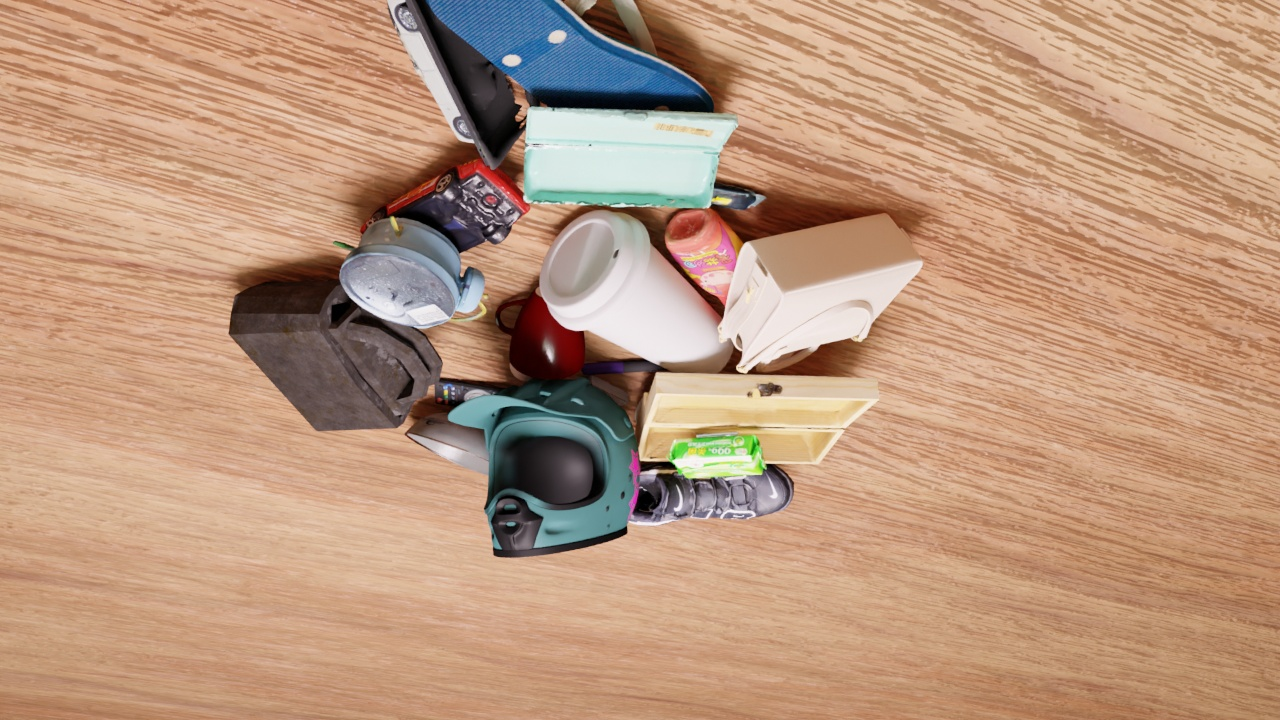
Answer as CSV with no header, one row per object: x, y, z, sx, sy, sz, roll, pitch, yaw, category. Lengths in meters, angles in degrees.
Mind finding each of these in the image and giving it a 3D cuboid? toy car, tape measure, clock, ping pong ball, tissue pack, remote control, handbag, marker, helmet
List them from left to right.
-0.320,-0.013,1.036,0.200,0.102,0.197,2,142,21,handbag
-0.226,-0.079,0.931,0.118,0.060,0.162,-12,142,32,clock
-0.201,-0.143,0.929,0.190,0.056,0.081,-19,136,34,toy car
-0.160,-0.267,0.780,0.071,0.093,0.192,14,148,29,toy car
-0.192,0.048,1.173,0.140,0.021,0.046,8,137,-3,remote control
-0.138,0.005,1.109,0.040,0.040,0.040,-1,139,-1,ping pong ball
-0.104,0.112,1.064,0.177,0.200,0.274,-7,175,20,helmet
-0.056,0.051,1.179,0.060,0.020,0.062,28,131,-29,tape measure
-0.007,0.007,1.133,0.134,0.015,0.018,-3,158,2,marker
0.096,0.118,1.126,0.114,0.034,0.099,-4,158,13,tissue pack
0.177,-0.051,0.987,0.194,0.101,0.198,-14,148,-23,handbag

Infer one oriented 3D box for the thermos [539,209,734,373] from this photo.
0.007,-0.057,0.989,0.132,0.131,0.221,-28,140,27,thermos

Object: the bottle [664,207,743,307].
0.083,-0.104,0.981,0.072,0.048,0.134,-6,145,35,bottle

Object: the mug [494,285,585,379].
-0.115,-0.042,1.040,0.114,0.086,0.088,18,123,18,mug

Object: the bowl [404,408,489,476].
-0.224,0.100,1.186,0.151,0.056,0.151,19,163,6,bowl

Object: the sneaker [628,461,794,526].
0.073,0.174,1.217,0.253,0.097,0.150,-6,178,13,sneaker

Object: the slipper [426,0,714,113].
-0.054,-0.266,0.778,0.118,0.060,0.294,-21,154,35,slipper

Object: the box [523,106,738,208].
-0.015,-0.193,0.850,0.187,0.052,0.139,0,149,-10,box

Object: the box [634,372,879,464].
0.127,0.070,1.107,0.247,0.068,0.254,1,163,-6,box

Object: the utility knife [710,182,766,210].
0.044,-0.174,0.927,0.172,0.020,0.029,7,142,-12,utility knife

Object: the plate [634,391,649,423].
0.070,0.077,1.216,0.157,0.014,0.157,-1,139,-1,plate
